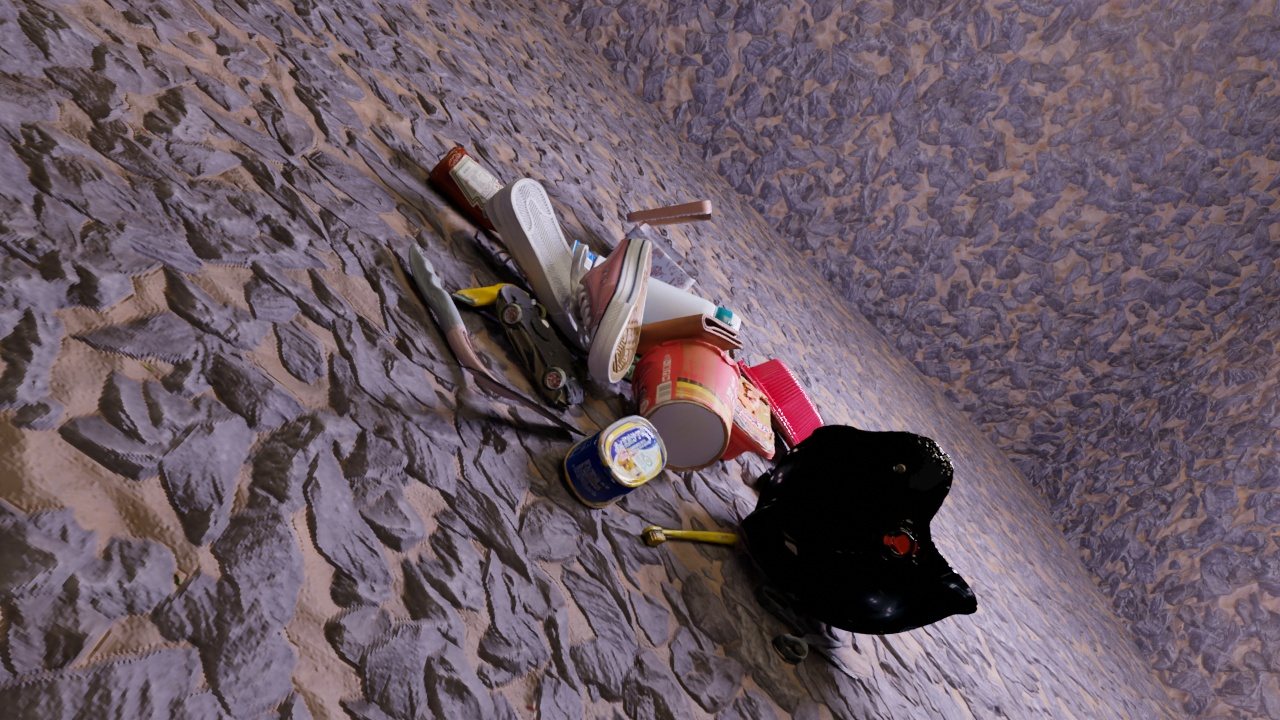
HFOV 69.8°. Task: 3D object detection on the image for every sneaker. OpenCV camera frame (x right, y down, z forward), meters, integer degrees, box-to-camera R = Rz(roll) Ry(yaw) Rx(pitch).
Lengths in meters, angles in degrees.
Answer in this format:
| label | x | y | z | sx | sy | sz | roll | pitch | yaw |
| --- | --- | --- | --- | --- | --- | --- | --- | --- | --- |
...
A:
| label | x | y | z | sx | sy | sz | roll | pitch | yaw |
| --- | --- | --- | --- | --- | --- | --- | --- | --- | --- |
| sneaker | -0.121 | -0.108 | 1.158 | 0.089 | 0.091 | 0.242 | -43 | 111 | -40 |
| sneaker | -0.044 | -0.067 | 1.099 | 0.088 | 0.118 | 0.240 | 6 | 44 | 6 |

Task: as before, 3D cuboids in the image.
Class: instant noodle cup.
| label | x | y | z | sx | sy | sz | roll | pitch | yaw |
| --- | --- | --- | --- | --- | --- | --- | --- | --- | --- |
| instant noodle cup | 0.051 | 0.059 | 1.104 | 0.138 | 0.138 | 0.108 | 40 | 29 | -19 |
| instant noodle cup | 0.228 | 0.066 | 1.458 | 0.194 | 0.066 | 0.194 | 55 | 2 | -3 |
| instant noodle cup | 0.109 | 0.061 | 1.285 | 0.164 | 0.079 | 0.188 | 43 | 20 | -12 |

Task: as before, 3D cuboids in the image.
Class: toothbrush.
| label | x | y | z | sx | sy | sz | roll | pitch | yaw |
| --- | --- | --- | --- | --- | --- | --- | --- | --- | --- |
| toothbrush | 0.060 | 0.196 | 1.010 | 0.190 | 0.016 | 0.016 | 19 | 38 | -54 |
| toothbrush | -0.122 | -0.023 | 1.072 | 0.189 | 0.017 | 0.014 | 27 | 16 | -38 |

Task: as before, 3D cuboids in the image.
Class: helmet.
| label | x | y | z | sx | sy | sz | roll | pitch | yaw |
| --- | --- | --- | --- | --- | --- | --- | --- | --- | --- |
| helmet | 0.261 | 0.210 | 1.088 | 0.274 | 0.230 | 0.233 | 56 | -4 | 22 |

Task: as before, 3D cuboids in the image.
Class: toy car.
| label | x | y | z | sx | sy | sz | roll | pitch | yaw |
| --- | --- | --- | --- | --- | --- | --- | --- | --- | --- |
| toy car | -0.113 | -0.016 | 1.022 | 0.158 | 0.042 | 0.070 | 58 | 20 | 10 |
| toy car | -0.007 | 0.007 | 1.216 | 0.091 | 0.036 | 0.043 | 32 | 23 | -46 |

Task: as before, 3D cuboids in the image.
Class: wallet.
| label | x | y | z | sx | sy | sz | roll | pitch | yaw |
| --- | --- | --- | --- | --- | --- | --- | --- | --- | --- |
| wallet | 0.053 | -0.026 | 1.163 | 0.119 | 0.131 | 0.035 | 28 | 59 | -50 |

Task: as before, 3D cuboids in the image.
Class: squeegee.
| label | x | y | z | sx | sy | sz | roll | pitch | yaw |
| --- | --- | --- | --- | --- | --- | --- | --- | --- | --- |
| squeegee | -0.177 | -0.027 | 0.921 | 0.249 | 0.040 | 0.247 | 50 | 3 | 25 |

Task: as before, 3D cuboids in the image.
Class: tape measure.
| label | x | y | z | sx | sy | sz | roll | pitch | yaw |
| --- | --- | --- | --- | --- | --- | --- | --- | --- | --- |
| tape measure | 0.194 | 0.178 | 1.291 | 0.058 | 0.039 | 0.057 | 51 | 20 | 13 |

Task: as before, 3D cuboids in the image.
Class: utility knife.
| label | x | y | z | sx | sy | sz | roll | pitch | yaw |
| --- | --- | --- | --- | --- | --- | --- | --- | --- | --- |
| utility knife | -0.171 | -0.075 | 1.057 | 0.033 | 0.015 | 0.164 | 30 | 15 | 13 |

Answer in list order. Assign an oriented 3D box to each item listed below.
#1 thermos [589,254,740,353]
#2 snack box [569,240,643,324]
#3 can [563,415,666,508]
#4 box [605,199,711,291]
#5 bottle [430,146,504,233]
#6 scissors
| label | x | y | z | sx | sy | sz | roll | pitch | yaw |
| --- | --- | --- | --- | --- | --- | --- | --- | --- | --- |
| thermos | 0.030 | -0.075 | 1.282 | 0.224 | 0.073 | 0.073 | 22 | 21 | -1 |
| snack box | -0.049 | -0.108 | 1.364 | 0.157 | 0.026 | 0.084 | 41 | 19 | -16 |
| can | -0.023 | 0.103 | 0.950 | 0.074 | 0.049 | 0.148 | 59 | 22 | 5 |
| box | 0.050 | -0.196 | 1.477 | 0.153 | 0.181 | 0.182 | 45 | 11 | -3 |
| bottle | -0.181 | -0.191 | 1.203 | 0.206 | 0.060 | 0.059 | 42 | 20 | -15 |
| scissors | 0.190 | 0.319 | 1.053 | 0.159 | 0.014 | 0.175 | 53 | 18 | 10 |
